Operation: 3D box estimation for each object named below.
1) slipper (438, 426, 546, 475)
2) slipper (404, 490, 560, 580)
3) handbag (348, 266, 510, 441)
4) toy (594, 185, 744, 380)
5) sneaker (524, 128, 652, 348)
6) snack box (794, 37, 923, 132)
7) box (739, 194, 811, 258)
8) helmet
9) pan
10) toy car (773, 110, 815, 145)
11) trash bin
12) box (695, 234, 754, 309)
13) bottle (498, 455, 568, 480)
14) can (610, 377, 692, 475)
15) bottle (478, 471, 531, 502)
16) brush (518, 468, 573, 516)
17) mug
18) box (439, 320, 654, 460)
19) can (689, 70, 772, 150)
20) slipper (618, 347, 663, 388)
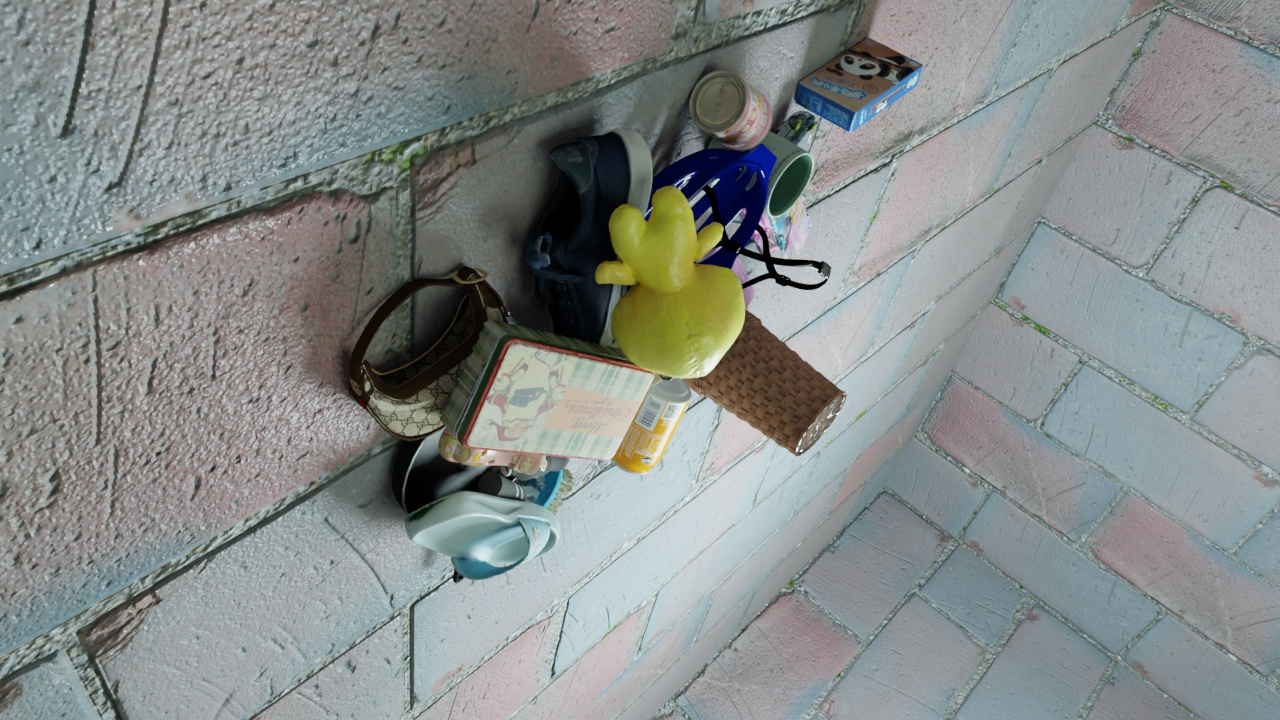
[{"bbox_3d":[-0.124,0.077,0.965,0.093,0.081,0.197,-60,156,13],"label":"slipper"},{"bbox_3d":[-0.172,0.204,1.027,0.104,0.074,0.245,-29,154,12],"label":"slipper"},{"bbox_3d":[-0.189,-0.012,0.839,0.166,0.063,0.138,-39,143,-23],"label":"handbag"},{"bbox_3d":[0.030,-0.062,0.867,0.134,0.092,0.208,-20,116,-2],"label":"toy"},{"bbox_3d":[-0.076,-0.085,0.905,0.127,0.120,0.295,-10,135,-25],"label":"sneaker"},{"bbox_3d":[0.275,-0.347,1.150,0.151,0.087,0.034,-37,151,-29],"label":"snack box"},{"bbox_3d":[0.181,-0.190,1.193,0.085,0.077,0.230,-33,157,5],"label":"box"},{"bbox_3d":[0.079,-0.109,0.964,0.242,0.227,0.147,-54,148,11],"label":"helmet"},{"bbox_3d":[-0.195,0.137,1.057,0.224,0.034,0.357,-27,146,-43],"label":"pan"},{"bbox_3d":[0.182,-0.278,1.151,0.038,0.027,0.090,-12,151,-44],"label":"toy car"},{"bbox_3d":[0.191,0.036,1.384,0.151,0.210,0.151,-40,154,-24],"label":"trash bin"},{"bbox_3d":[0.106,-0.109,1.251,0.076,0.036,0.214,-54,156,-4],"label":"box"},{"bbox_3d":[-0.125,0.119,1.069,0.109,0.036,0.036,-7,130,-59],"label":"bottle"},{"bbox_3d":[0.012,0.086,1.295,0.078,0.079,0.143,-17,138,-52],"label":"can"},{"bbox_3d":[-0.154,0.158,1.078,0.030,0.030,0.113,-50,156,-6],"label":"bottle"},{"bbox_3d":[-0.148,0.185,1.188,0.136,0.055,0.075,-53,134,3],"label":"brush"},{"bbox_3d":[0.125,-0.211,1.052,0.084,0.104,0.111,-1,125,-60],"label":"mug"},{"bbox_3d":[-0.084,0.034,0.885,0.205,0.050,0.118,14,110,-49],"label":"box"},{"bbox_3d":[0.097,-0.265,0.975,0.067,0.067,0.076,-58,155,14],"label":"can"},{"bbox_3d":[-0.006,0.006,1.047,0.274,0.054,0.114,-26,-163,45],"label":"slipper"}]
